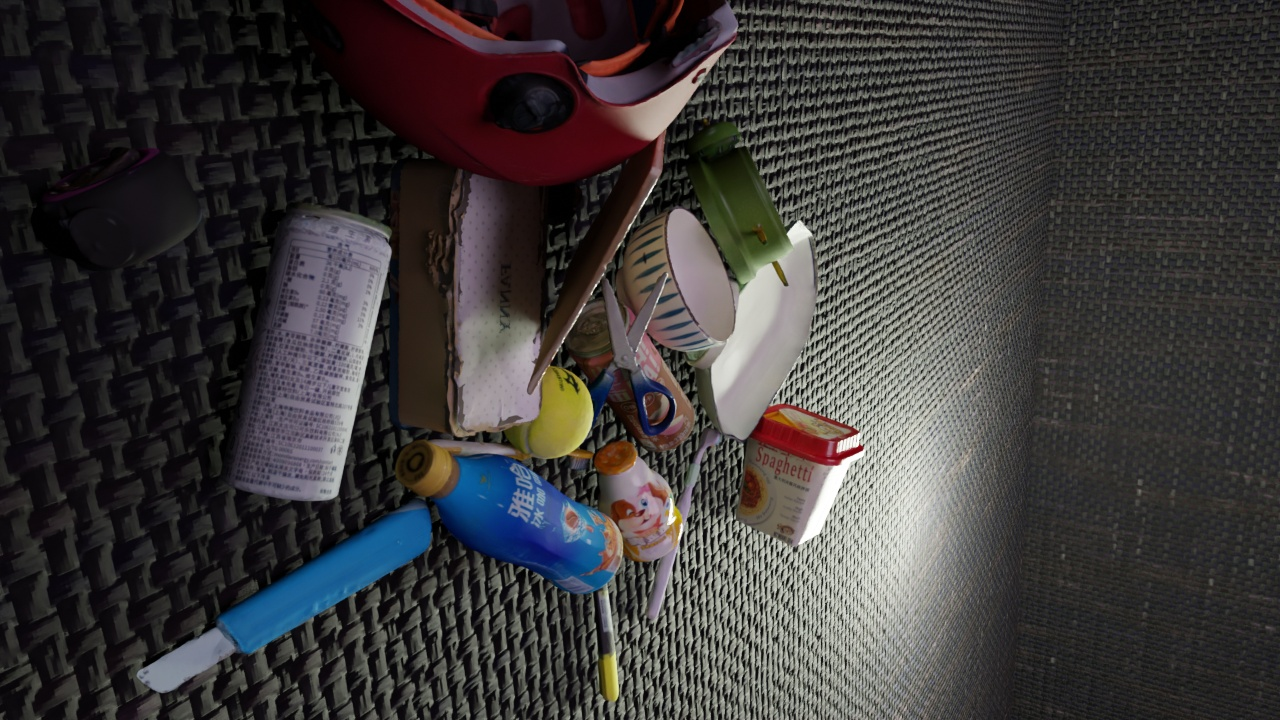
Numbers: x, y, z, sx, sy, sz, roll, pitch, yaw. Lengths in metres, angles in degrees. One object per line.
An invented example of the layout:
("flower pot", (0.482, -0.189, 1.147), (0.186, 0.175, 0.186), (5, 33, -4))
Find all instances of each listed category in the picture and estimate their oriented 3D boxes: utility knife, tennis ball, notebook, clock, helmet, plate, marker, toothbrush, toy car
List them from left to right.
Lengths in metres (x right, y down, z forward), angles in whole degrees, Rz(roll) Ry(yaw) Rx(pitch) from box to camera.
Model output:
("utility knife", (-0.188, 0.129, 0.513), (0.187, 0.018, 0.034), (-28, 108, -52))
("helmet", (-0.080, -0.178, 0.486), (0.239, 0.144, 0.206), (-5, 59, -33))
("toothbrush", (-0.090, 0.069, 0.658), (0.191, 0.016, 0.018), (12, 95, -58))
("tennis ball", (-0.066, 0.036, 0.640), (0.065, 0.066, 0.065), (-17, 111, -55))
("toy car", (-0.064, -0.147, 0.636), (0.048, 0.031, 0.105), (-8, 102, -56))
("marker", (-0.032, 0.236, 0.787), (0.018, 0.015, 0.124), (-24, 114, -54))
("notebook", (-0.022, -0.082, 0.576), (0.148, 0.008, 0.207), (-58, -169, 24))
("toothbrush", (0.039, 0.154, 0.876), (0.021, 0.029, 0.189), (24, 74, -15))
("clock", (0.084, -0.145, 0.812), (0.116, 0.056, 0.161), (44, 24, -64))
("plate", (0.120, -0.035, 0.939), (0.264, 0.034, 0.162), (-51, 140, -40))

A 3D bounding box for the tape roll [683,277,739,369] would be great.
("tape roll", (0.063, -0.035, 0.821), (0.014, 0.086, 0.085), (18, 79, -16))

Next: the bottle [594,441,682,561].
("bottle", (-0.005, 0.115, 0.756), (0.063, 0.063, 0.108), (-55, 138, -36))

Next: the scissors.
("scissors", (-0.018, 0.009, 0.674), (0.163, 0.161, 0.012), (46, 16, -44))

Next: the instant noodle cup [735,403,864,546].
("instant noodle cup", (0.164, 0.123, 0.988), (0.116, 0.116, 0.124), (-6, 113, -57))

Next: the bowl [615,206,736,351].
("bowl", (0.023, -0.059, 0.743), (0.116, 0.066, 0.116), (42, 39, -45))

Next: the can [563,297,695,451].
("can", (-0.006, 0.015, 0.737), (0.147, 0.058, 0.057), (56, 51, -46))

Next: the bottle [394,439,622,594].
("bottle", (-0.086, 0.105, 0.622), (0.218, 0.065, 0.065), (44, 60, -53))

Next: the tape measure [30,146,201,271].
("tape measure", (-0.219, -0.065, 0.386), (0.057, 0.057, 0.039), (-43, 130, -34))

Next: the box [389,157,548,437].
("box", (-0.106, -0.034, 0.572), (0.089, 0.061, 0.184), (-6, 104, -56))

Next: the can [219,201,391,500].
("can", (-0.171, -0.004, 0.474), (0.058, 0.058, 0.146), (19, 81, -57))
